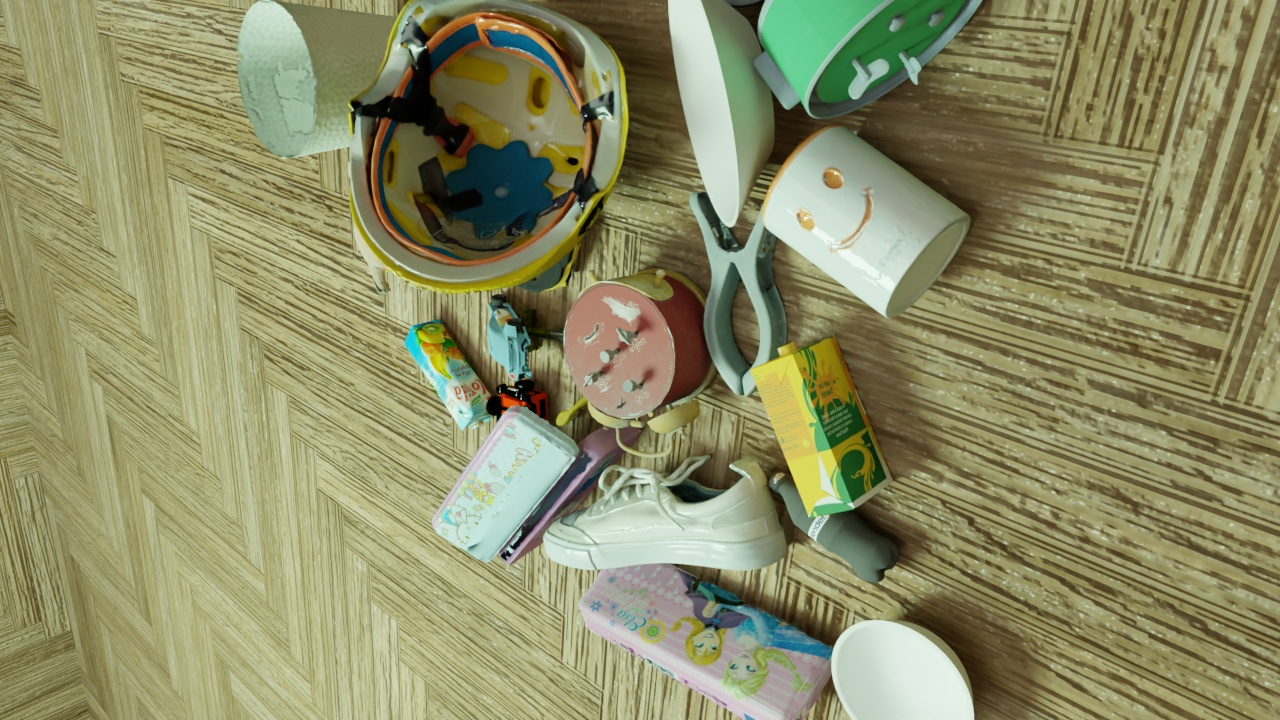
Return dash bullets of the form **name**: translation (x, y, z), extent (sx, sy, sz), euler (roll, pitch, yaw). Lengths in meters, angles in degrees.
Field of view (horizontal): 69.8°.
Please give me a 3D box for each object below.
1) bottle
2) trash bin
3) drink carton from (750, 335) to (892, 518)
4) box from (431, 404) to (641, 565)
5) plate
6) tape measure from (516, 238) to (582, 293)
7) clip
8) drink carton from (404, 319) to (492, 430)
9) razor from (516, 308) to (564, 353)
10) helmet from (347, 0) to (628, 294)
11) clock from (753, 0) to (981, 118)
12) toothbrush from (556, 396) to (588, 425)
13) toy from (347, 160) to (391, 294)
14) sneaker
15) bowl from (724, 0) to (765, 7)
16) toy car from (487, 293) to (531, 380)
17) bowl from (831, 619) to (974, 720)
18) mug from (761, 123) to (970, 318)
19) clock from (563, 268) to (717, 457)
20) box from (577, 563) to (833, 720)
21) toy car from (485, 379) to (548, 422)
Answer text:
- **bottle**: translation (0.143, 0.123, 0.695), extent (0.110, 0.036, 0.036), euler (38, 127, 28)
- **trash bin**: translation (-0.267, -0.263, 0.857), extent (0.133, 0.161, 0.133), euler (16, 115, 39)
- **drink carton**: translation (0.130, 0.044, 0.665), extent (0.041, 0.058, 0.122), euler (-22, 89, 45)
- **box**: translation (-0.101, 0.122, 0.856), extent (0.215, 0.140, 0.062), euler (-52, 40, 41)
- **plate**: translation (0.059, -0.180, 0.620), extent (0.174, 0.036, 0.174), euler (163, 93, -87)
- **tape measure**: translation (-0.091, -0.097, 0.820), extent (0.071, 0.042, 0.072), euler (14, 132, 0)
- **clip**: translation (0.071, -0.055, 0.708), extent (0.090, 0.027, 0.162), euler (17, 115, 36)
- **drink carton**: translation (-0.201, 0.015, 0.974), extent (0.129, 0.044, 0.039), euler (53, 132, 17)
- **razor**: translation (-0.072, -0.023, 0.858), extent (0.106, 0.026, 0.042), euler (7, 107, 37)
- **helmet**: translation (-0.115, -0.156, 0.736), extent (0.209, 0.139, 0.240), euler (21, 86, 7)
- **clock**: translation (0.144, -0.209, 0.517), extent (0.075, 0.121, 0.162), euler (58, 141, 13)
- **toothbrush**: translation (-0.037, 0.024, 0.846), extent (0.136, 0.016, 0.021), euler (-42, 73, 38)
- **toy**: translation (-0.194, -0.142, 0.911), extent (0.265, 0.065, 0.196), euler (13, 122, 33)
- **sneaker**: translation (0.011, 0.128, 0.793), extent (0.243, 0.089, 0.091), euler (-9, 93, 38)
- **bowl**: translation (0.079, -0.293, 0.606), extent (0.114, 0.045, 0.114), euler (16, 115, 39)
- **toy car**: translation (-0.133, -0.023, 0.878), extent (0.107, 0.027, 0.060), euler (-131, 37, -54)
- **bowl**: translation (0.200, 0.235, 0.678), extent (0.110, 0.040, 0.110), euler (16, 115, 39)
- **mug**: translation (0.144, -0.090, 0.591), extent (0.105, 0.082, 0.082), euler (43, 129, 23)
- **clock**: translation (-0.004, 0.004, 0.750), extent (0.117, 0.081, 0.159), euler (4, 104, 35)
- **box**: translation (0.058, 0.254, 0.804), extent (0.231, 0.084, 0.091), euler (18, 144, 38)
- **toy car**: translation (-0.118, 0.070, 0.912), extent (0.051, 0.048, 0.100), euler (15, 114, 38)
